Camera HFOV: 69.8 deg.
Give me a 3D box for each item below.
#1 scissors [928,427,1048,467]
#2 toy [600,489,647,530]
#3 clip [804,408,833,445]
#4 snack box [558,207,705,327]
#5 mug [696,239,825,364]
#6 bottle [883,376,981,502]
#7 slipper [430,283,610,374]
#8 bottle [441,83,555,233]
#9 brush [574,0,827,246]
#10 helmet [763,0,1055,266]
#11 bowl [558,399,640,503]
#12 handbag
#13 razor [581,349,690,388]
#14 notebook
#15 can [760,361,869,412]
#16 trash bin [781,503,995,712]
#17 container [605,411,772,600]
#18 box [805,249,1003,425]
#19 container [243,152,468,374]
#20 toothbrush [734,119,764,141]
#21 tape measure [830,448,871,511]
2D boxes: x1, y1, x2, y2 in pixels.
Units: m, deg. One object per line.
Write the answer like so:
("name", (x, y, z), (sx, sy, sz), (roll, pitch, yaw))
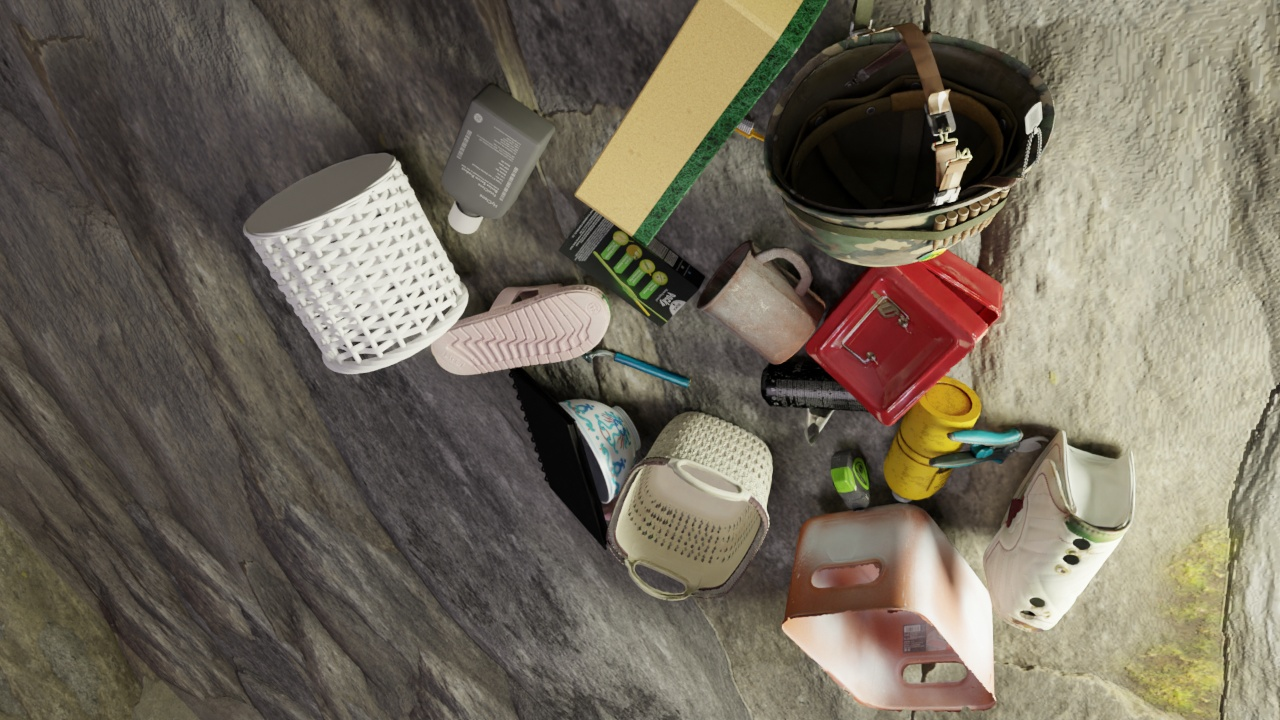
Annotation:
("scissors", (0.370, 0.095, 0.978), (0.151, 0.019, 0.130), (-33, 136, 8))
("toy", (-0.032, 0.201, 1.299), (0.096, 0.052, 0.099), (40, 130, -2))
("clip", (0.202, 0.070, 1.073), (0.040, 0.101, 0.054), (21, 91, 7))
("snack box", (-0.010, -0.109, 1.031), (0.147, 0.025, 0.080), (37, 135, -9))
("mug", (0.135, -0.067, 0.953), (0.110, 0.096, 0.123), (33, 141, -13))
("bottle", (0.319, 0.100, 1.028), (0.071, 0.070, 0.164), (18, 135, 10))
("slipper", (-0.144, -0.043, 1.128), (0.240, 0.064, 0.094), (-14, 126, 19))
("bottle", (-0.168, -0.207, 1.004), (0.084, 0.046, 0.174), (34, 135, -6))
("brush", (0.057, -0.235, 0.765), (0.075, 0.194, 0.251), (35, 135, -7))
("helmet", (0.213, -0.183, 0.735), (0.225, 0.192, 0.236), (-23, 150, 15))
("bowl", (-0.048, 0.104, 1.189), (0.144, 0.074, 0.144), (51, 158, 29))
("handbag", (0.450, 0.189, 0.998), (0.096, 0.141, 0.199), (20, 134, 11))
("razor", (-0.007, 0.007, 1.138), (0.144, 0.022, 0.042), (16, 173, 7))
("notebook", (-0.108, 0.127, 1.229), (0.169, 0.019, 0.232), (39, 151, 46))
("can", (0.206, 0.029, 1.030), (0.138, 0.053, 0.054), (2, 130, 24))
("trash bin", (0.312, 0.305, 1.133), (0.182, 0.157, 0.259), (-17, 131, 36))
("container", (0.069, 0.185, 1.174), (0.185, 0.142, 0.252), (25, 136, 6))
("box", (0.264, -0.040, 0.924), (0.135, 0.117, 0.158), (43, 139, 7))
("container", (-0.325, -0.114, 1.063), (0.190, 0.188, 0.187), (-4, 126, 28))
("toothbrush", (0.173, -0.185, 0.872), (0.197, 0.031, 0.031), (26, 149, 4))
("tape measure", (0.250, 0.139, 1.104), (0.036, 0.058, 0.065), (-16, 123, 36))
